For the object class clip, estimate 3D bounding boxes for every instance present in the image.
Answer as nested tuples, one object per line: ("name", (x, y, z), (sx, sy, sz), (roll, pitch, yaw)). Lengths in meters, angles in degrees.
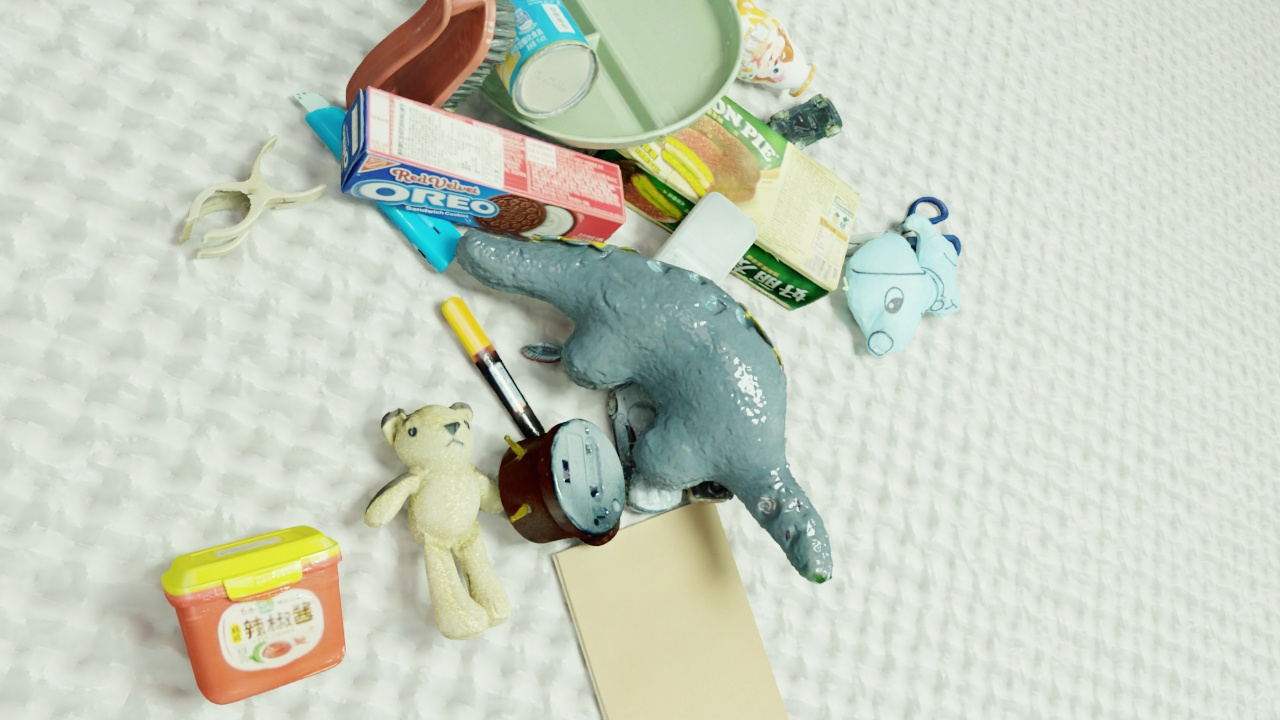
("clip", (-0.259, -0.105, 0.608), (0.070, 0.035, 0.099), (44, 50, -11))

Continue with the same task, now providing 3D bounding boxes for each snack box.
("snack box", (-0.112, -0.135, 0.672), (0.207, 0.057, 0.058), (11, 62, -34))
("snack box", (0.076, -0.153, 0.796), (0.240, 0.063, 0.114), (29, 62, -19))
("snack box", (-0.218, 0.144, 0.528), (0.091, 0.082, 0.080), (-12, 94, -31))

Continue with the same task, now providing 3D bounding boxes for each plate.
("plate", (-0.032, -0.259, 0.737), (0.230, 0.028, 0.229), (2, 64, -4))

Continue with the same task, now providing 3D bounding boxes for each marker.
("marker", (-0.107, 0.008, 0.670), (0.018, 0.015, 0.124), (-36, 97, -32))

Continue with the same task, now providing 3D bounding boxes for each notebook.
("notebook", (0.031, 0.222, 0.684), (0.149, 0.012, 0.211), (-14, 82, -34))

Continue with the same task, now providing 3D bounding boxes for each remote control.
("remote control", (0.035, -0.069, 0.736), (0.056, 0.020, 0.136), (39, 90, -15))

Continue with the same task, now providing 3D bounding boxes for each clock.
("clock", (-0.047, 0.088, 0.645), (0.121, 0.055, 0.082), (22, 55, -54))

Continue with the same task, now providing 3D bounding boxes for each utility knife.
("utility knife", (-0.189, -0.132, 0.663), (0.161, 0.018, 0.034), (48, 58, -7))

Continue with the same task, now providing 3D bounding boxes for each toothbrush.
("toothbrush", (-0.004, 0.004, 0.727), (0.187, 0.017, 0.016), (9, 71, -27))

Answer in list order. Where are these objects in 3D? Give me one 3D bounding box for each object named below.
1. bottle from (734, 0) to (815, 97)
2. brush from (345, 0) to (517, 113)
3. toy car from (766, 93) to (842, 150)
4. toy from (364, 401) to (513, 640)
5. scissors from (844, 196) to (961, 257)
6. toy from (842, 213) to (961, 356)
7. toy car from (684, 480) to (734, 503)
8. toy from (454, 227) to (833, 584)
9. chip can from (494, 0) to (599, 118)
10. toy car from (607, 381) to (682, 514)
("bottle", (0.112, -0.290, 0.859), (0.108, 0.063, 0.063), (28, 63, -20))
("brush", (-0.147, -0.209, 0.634), (0.069, 0.146, 0.063), (-12, 80, -46))
("toy car", (0.155, -0.224, 0.882), (0.090, 0.034, 0.043), (-30, 94, -31))
("toy", (-0.123, 0.102, 0.598), (0.105, 0.066, 0.157), (-6, 71, -37))
("scissors", (0.264, -0.115, 0.924), (0.126, 0.012, 0.173), (49, 59, -8))
("toy", (0.249, -0.074, 0.878), (0.156, 0.050, 0.161), (14, 72, -25))
("toy car", (0.048, 0.069, 0.727), (0.042, 0.035, 0.090), (5, 63, -29))
("toy", (0.029, 0.008, 0.671), (0.356, 0.092, 0.137), (46, 64, 3))
("chip can", (-0.107, -0.280, 0.688), (0.071, 0.071, 0.210), (-15, 64, -33))
("toy car", (0.005, 0.065, 0.706), (0.048, 0.031, 0.105), (-2, 75, -31))
